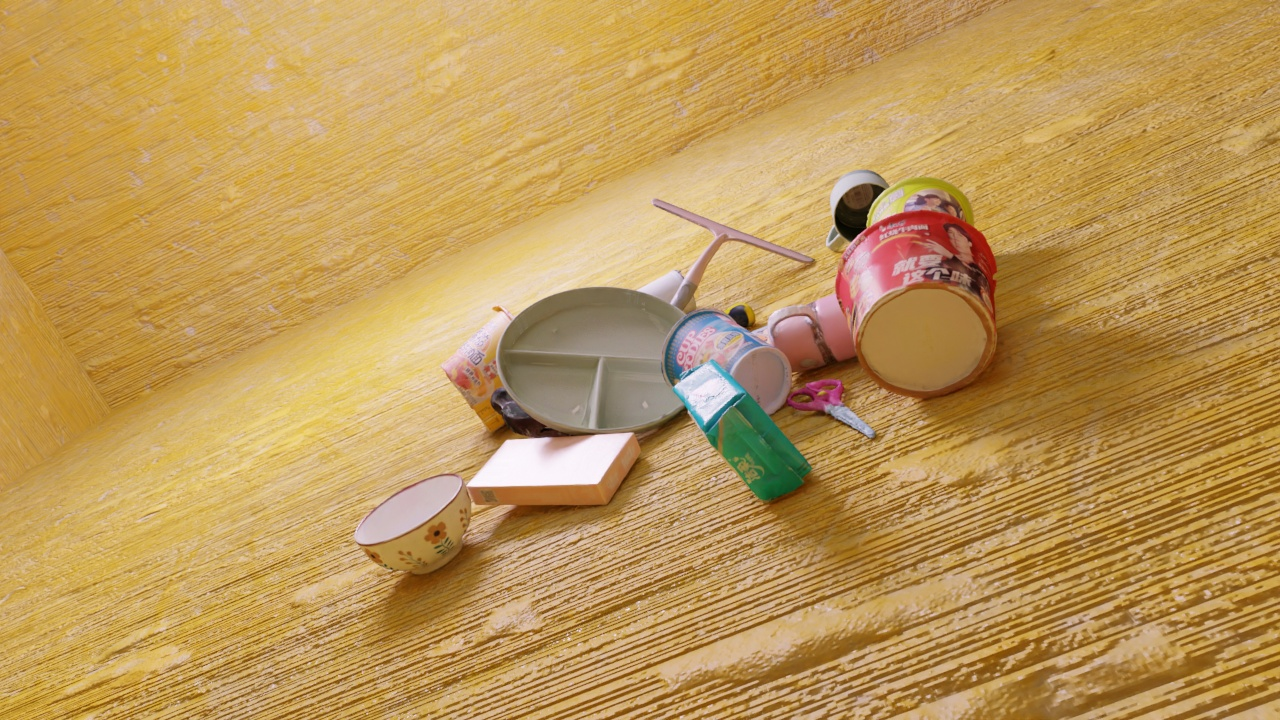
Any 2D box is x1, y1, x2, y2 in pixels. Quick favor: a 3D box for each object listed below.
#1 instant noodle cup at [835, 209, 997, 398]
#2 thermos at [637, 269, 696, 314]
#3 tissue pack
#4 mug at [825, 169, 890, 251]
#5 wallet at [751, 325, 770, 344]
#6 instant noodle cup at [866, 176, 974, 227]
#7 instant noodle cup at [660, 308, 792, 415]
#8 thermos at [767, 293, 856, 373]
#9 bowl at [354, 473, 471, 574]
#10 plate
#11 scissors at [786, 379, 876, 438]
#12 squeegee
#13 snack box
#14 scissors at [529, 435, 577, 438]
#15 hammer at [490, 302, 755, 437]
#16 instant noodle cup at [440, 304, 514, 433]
[{"bbox_3d":[0.235,-0.043,0.769,0.138,0.138,0.108,-18,27,21],"label":"instant noodle cup"},{"bbox_3d":[-0.032,-0.047,1.244,0.220,0.070,0.070,-28,18,-10],"label":"thermos"},{"bbox_3d":[0.079,0.054,0.750,0.050,0.093,0.133,-41,17,3],"label":"tissue pack"},{"bbox_3d":[0.290,-0.198,1.234,0.112,0.082,0.106,-53,8,23],"label":"mug"},{"bbox_3d":[0.152,-0.024,1.001,0.115,0.024,0.087,-21,13,8],"label":"wallet"},{"bbox_3d":[0.289,-0.115,0.949,0.112,0.112,0.123,-16,27,26],"label":"instant noodle cup"},{"bbox_3d":[0.089,0.008,0.890,0.099,0.099,0.110,-31,25,-17],"label":"instant noodle cup"},{"bbox_3d":[0.219,-0.048,0.874,0.199,0.087,0.067,-18,54,17],"label":"thermos"},{"bbox_3d":[-0.208,0.164,0.881,0.113,0.062,0.113,-24,19,8],"label":"bowl"},{"bbox_3d":[-0.041,0.000,0.999,0.230,0.028,0.229,2,44,-2],"label":"plate"},{"bbox_3d":[0.170,0.043,0.795,0.056,0.017,0.133,-22,20,-7],"label":"scissors"},{"bbox_3d":[0.070,-0.103,1.204,0.248,0.040,0.248,24,61,16],"label":"squeegee"},{"bbox_3d":[-0.085,0.107,0.898,0.158,0.026,0.084,-5,28,29],"label":"snack box"},{"bbox_3d":[-0.078,0.071,1.039,0.190,0.022,0.228,-17,20,27],"label":"scissors"},{"bbox_3d":[-0.006,0.006,1.057,0.322,0.032,0.126,-24,28,-19],"label":"hammer"},{"bbox_3d":[-0.178,0.018,1.161,0.109,0.138,0.138,-37,19,-10],"label":"instant noodle cup"}]
